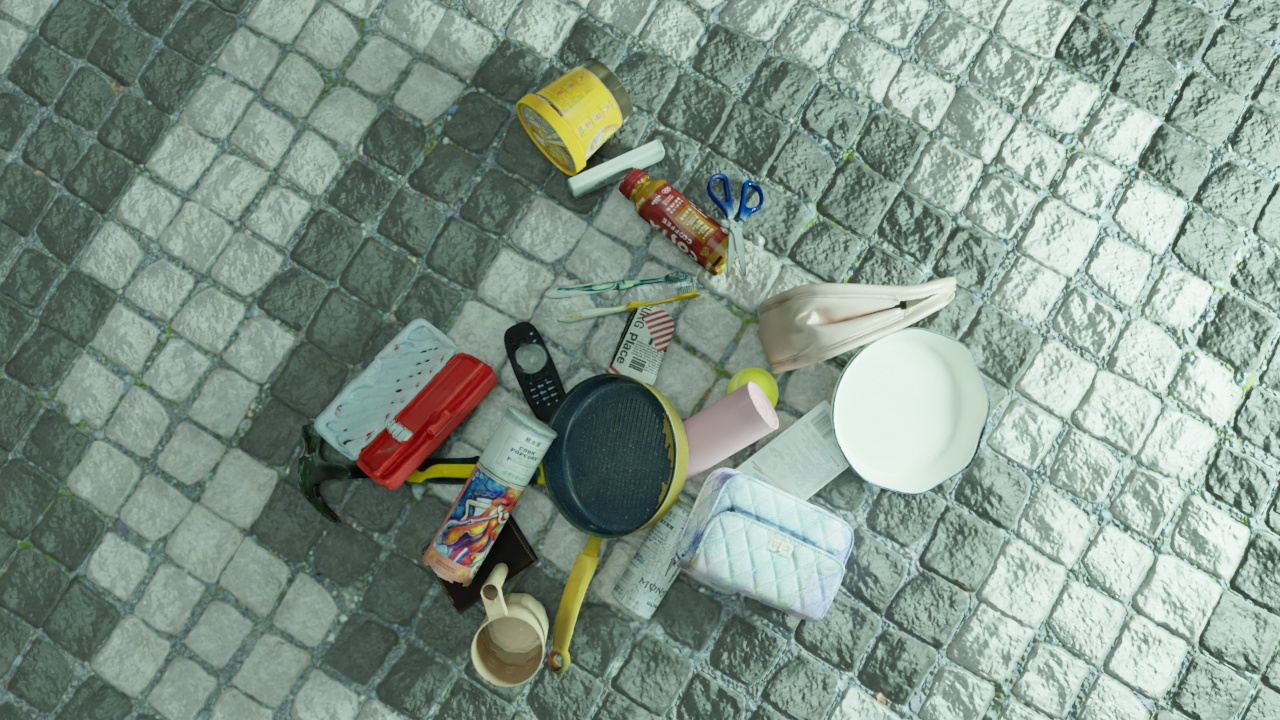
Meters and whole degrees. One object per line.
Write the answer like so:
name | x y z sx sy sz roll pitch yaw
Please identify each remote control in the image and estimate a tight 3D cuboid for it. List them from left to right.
remote control | -0.136 0.015 1.195 0.053 0.024 0.136 -24 80 1
remote control | -0.032 -0.254 1.212 0.135 0.056 0.019 -25 87 0

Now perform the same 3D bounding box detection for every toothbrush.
toothbrush | -0.032 -0.100 1.209 0.191 0.018 0.016 -7 82 2
toothbrush | -0.017 -0.074 1.206 0.191 0.016 0.018 -11 70 1

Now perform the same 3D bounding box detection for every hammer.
hammer | -0.280 0.145 1.180 0.323 0.032 0.126 0 82 3

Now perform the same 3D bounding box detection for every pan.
pan | -0.054 0.192 1.100 0.198 0.078 0.357 8 89 35

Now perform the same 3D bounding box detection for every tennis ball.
tennis ball | 0.141 0.041 1.156 0.065 0.065 0.065 0 82 3

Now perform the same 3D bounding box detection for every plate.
plate | 0.325 0.061 1.126 0.204 0.045 0.205 -1 96 -13

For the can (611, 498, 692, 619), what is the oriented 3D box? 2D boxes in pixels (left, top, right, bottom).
can | 0.025 0.244 1.136 0.058 0.058 0.146 33 85 7

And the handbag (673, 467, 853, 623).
handbag | 0.150 0.219 1.096 0.194 0.075 0.134 25 88 -13

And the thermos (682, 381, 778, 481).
thermos | 0.070 0.109 1.114 0.199 0.067 0.087 -33 38 19

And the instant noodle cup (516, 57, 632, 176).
instant noodle cup | -0.082 -0.323 1.199 0.114 0.118 0.118 -43 82 -11

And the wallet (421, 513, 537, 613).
wallet | -0.206 0.247 1.168 0.122 0.020 0.096 -34 78 -2

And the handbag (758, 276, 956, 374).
handbag | 0.270 -0.057 1.110 0.234 0.193 0.093 -14 88 -8

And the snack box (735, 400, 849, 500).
snack box | 0.198 0.130 1.159 0.156 0.027 0.084 -37 82 -3

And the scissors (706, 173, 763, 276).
scissors | 0.132 -0.174 1.177 0.132 0.012 0.172 -15 64 -27

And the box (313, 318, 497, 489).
box | -0.297 0.054 1.169 0.161 0.058 0.200 33 70 24

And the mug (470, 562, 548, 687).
mug | -0.160 0.313 1.102 0.084 0.103 0.124 -17 92 0

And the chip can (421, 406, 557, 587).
chip can | -0.185 0.166 1.122 0.071 0.071 0.215 31 92 7

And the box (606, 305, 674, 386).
box | -0.007 0.007 1.185 0.069 0.052 0.164 21 83 19

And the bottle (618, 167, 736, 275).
bottle | 0.049 -0.184 1.197 0.175 0.057 0.057 39 85 8
